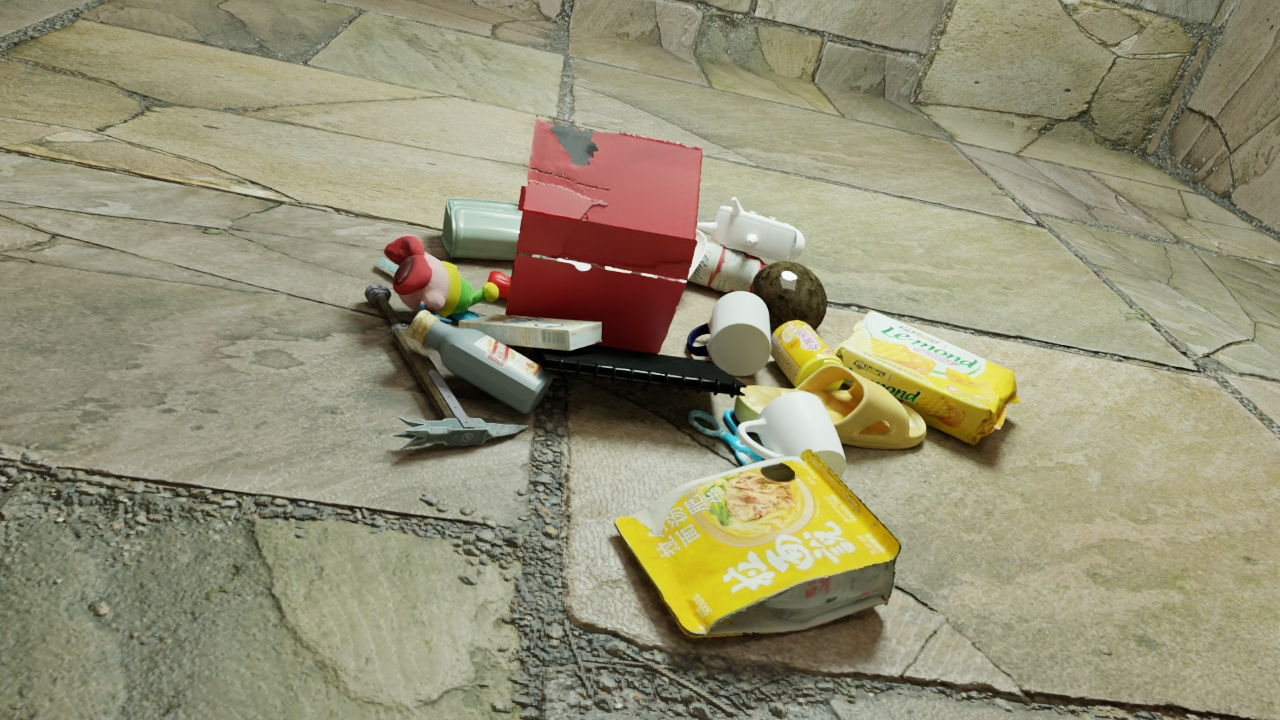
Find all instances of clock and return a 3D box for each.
[{"bbox_3d":[0.179,-0.205,1.431,0.125,0.073,0.160,25,13,38],"label":"clock"}]

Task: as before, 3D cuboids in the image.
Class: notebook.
[{"bbox_3d":[-0.006,0.006,1.087,0.231,0.019,0.169,8,9,-13],"label":"notebook"}]

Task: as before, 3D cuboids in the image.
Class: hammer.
[{"bbox_3d":[-0.250,-0.004,1.042,0.146,0.028,0.317,2,31,-37],"label":"hammer"}]

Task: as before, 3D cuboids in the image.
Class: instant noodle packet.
[{"bbox_3d":[0.105,0.174,0.860,0.221,0.084,0.163,-8,35,-24],"label":"instant noodle packet"}]

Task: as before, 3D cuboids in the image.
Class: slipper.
[{"bbox_3d":[0.239,0.049,1.124,0.263,0.078,0.099,3,28,-23],"label":"slipper"}]

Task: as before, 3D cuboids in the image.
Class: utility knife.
[{"bbox_3d":[-0.269,-0.086,1.185,0.209,0.015,0.031,34,33,23],"label":"utility knife"}]

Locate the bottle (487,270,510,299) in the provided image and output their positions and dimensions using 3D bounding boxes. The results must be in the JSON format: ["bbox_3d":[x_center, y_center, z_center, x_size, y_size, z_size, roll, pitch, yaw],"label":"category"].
[{"bbox_3d":[-0.145,-0.090,1.227,0.119,0.036,0.036,13,30,-4],"label":"bottle"}]

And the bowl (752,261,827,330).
[{"bbox_3d":[0.229,-0.099,1.340,0.121,0.056,0.121,18,53,-25],"label":"bowl"}]

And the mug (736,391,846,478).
[{"bbox_3d":[0.164,0.093,1.013,0.114,0.081,0.087,3,38,-18],"label":"mug"}]

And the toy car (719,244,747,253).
[{"bbox_3d":[0.146,-0.164,1.490,0.048,0.040,0.112,16,12,2],"label":"toy car"}]

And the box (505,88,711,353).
[{"bbox_3d":[-0.042,-0.158,1.114,0.211,0.316,0.124,8,21,-10],"label":"box"}]

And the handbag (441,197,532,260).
[{"bbox_3d":[-0.221,-0.189,1.333,0.121,0.067,0.106,2,33,-22],"label":"handbag"}]

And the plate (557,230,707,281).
[{"bbox_3d":[-0.011,-0.152,1.348,0.187,0.016,0.186,24,57,16],"label":"plate"}]

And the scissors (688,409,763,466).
[{"bbox_3d":[0.122,0.095,1.059,0.090,0.014,0.141,-5,33,-36],"label":"scissors"}]

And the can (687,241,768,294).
[{"bbox_3d":[0.107,-0.146,1.408,0.170,0.067,0.067,18,30,4],"label":"can"}]

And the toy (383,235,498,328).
[{"bbox_3d":[-0.240,-0.088,1.118,0.097,0.131,0.124,-37,44,1],"label":"toy"}]

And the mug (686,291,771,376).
[{"bbox_3d":[0.117,-0.033,1.222,0.112,0.079,0.096,-11,27,12],"label":"mug"}]

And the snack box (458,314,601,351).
[{"bbox_3d":[-0.129,-0.034,1.081,0.150,0.026,0.081,6,12,24],"label":"snack box"}]

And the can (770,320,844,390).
[{"bbox_3d":[0.218,-0.001,1.211,0.067,0.068,0.105,2,32,-21],"label":"can"}]

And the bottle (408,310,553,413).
[{"bbox_3d":[-0.180,-0.002,1.015,0.161,0.046,0.072,30,18,2],"label":"bottle"}]

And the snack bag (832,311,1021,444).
[{"bbox_3d":[0.384,0.024,1.243,0.247,0.068,0.159,27,31,20],"label":"snack bag"}]
